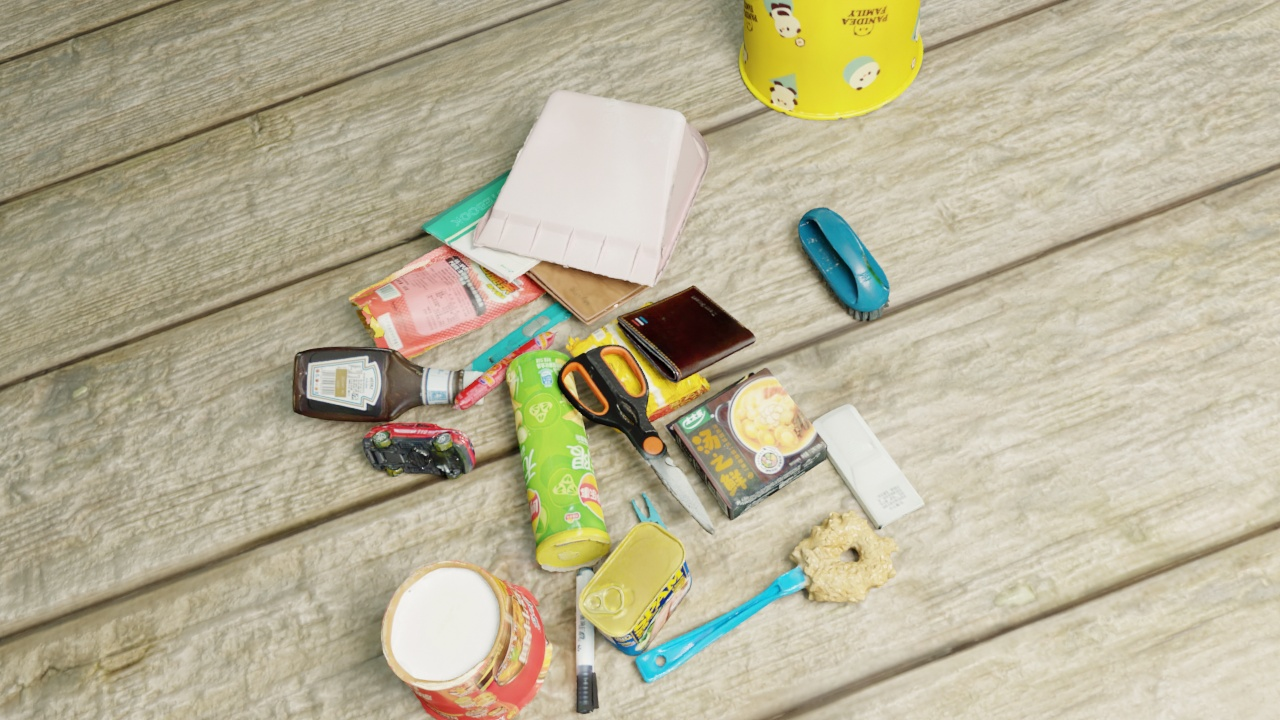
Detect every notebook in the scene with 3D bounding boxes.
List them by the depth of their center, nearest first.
[{"bbox_3d":[-0.130,-0.176,1.076,0.150,0.012,0.208,31,54,27],"label":"notebook"}]

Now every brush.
[{"bbox_3d":[0.112,0.215,0.819,0.254,0.046,0.083,-29,63,-2],"label":"brush"},{"bbox_3d":[0.213,-0.110,0.967,0.055,0.073,0.143,-27,59,0],"label":"brush"}]

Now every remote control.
[{"bbox_3d":[0.213,0.098,0.873,0.049,0.024,0.125,-28,59,-5],"label":"remote control"}]

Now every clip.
[{"bbox_3d":[0.010,0.153,0.885,0.046,0.014,0.057,-30,60,-5],"label":"clip"}]

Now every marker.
[{"bbox_3d":[-0.048,0.252,0.835,0.023,0.018,0.130,-8,59,11],"label":"marker"}]

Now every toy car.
[{"bbox_3d":[-0.226,0.089,0.945,0.121,0.053,0.045,3,40,18],"label":"toy car"}]

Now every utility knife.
[{"bbox_3d":[-0.132,-0.025,1.019,0.171,0.013,0.029,-36,58,-11],"label":"utility knife"}]

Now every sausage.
[{"bbox_3d":[-0.142,0.008,0.973,0.020,0.020,0.155,30,50,25],"label":"sausage"}]

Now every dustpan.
[{"bbox_3d":[-0.034,-0.203,1.075,0.223,0.139,0.273,17,80,14],"label":"dustpan"}]

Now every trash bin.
[{"bbox_3d":[0.220,-0.452,1.063,0.230,0.255,0.229,-5,59,8],"label":"trash bin"}]

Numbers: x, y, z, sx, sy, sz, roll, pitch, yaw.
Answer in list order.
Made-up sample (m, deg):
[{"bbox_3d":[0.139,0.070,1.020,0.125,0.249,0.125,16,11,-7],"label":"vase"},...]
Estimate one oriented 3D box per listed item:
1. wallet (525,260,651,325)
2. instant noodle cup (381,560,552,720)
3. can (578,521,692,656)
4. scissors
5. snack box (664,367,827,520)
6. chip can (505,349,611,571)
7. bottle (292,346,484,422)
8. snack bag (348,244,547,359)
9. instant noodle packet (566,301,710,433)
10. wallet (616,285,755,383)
[{"bbox_3d":[-0.059,-0.097,1.030,0.101,0.020,0.115,-35,61,-29],"label":"wallet"},{"bbox_3d":[-0.158,0.245,0.807,0.138,0.109,0.137,-5,59,8],"label":"instant noodle cup"},{"bbox_3d":[0.000,0.205,0.815,0.057,0.083,0.102,31,70,26],"label":"can"},{"bbox_3d":[-0.008,0.082,0.876,0.124,0.022,0.234,-9,58,-13],"label":"scissors"},{"bbox_3d":[0.100,0.074,0.898,0.113,0.053,0.125,-32,64,-8],"label":"snack box"},{"bbox_3d":[-0.084,0.091,0.906,0.072,0.073,0.221,-16,58,1],"label":"chip can"},{"bbox_3d":[-0.264,0.026,0.972,0.195,0.044,0.080,2,90,-5],"label":"bottle"},{"bbox_3d":[-0.215,-0.078,1.041,0.207,0.073,0.128,-29,65,-16],"label":"snack bag"},{"bbox_3d":[-0.006,0.006,0.958,0.110,0.044,0.128,-26,62,-13],"label":"instant noodle packet"},{"bbox_3d":[0.048,-0.030,0.951,0.122,0.020,0.096,-25,61,-39],"label":"wallet"}]
